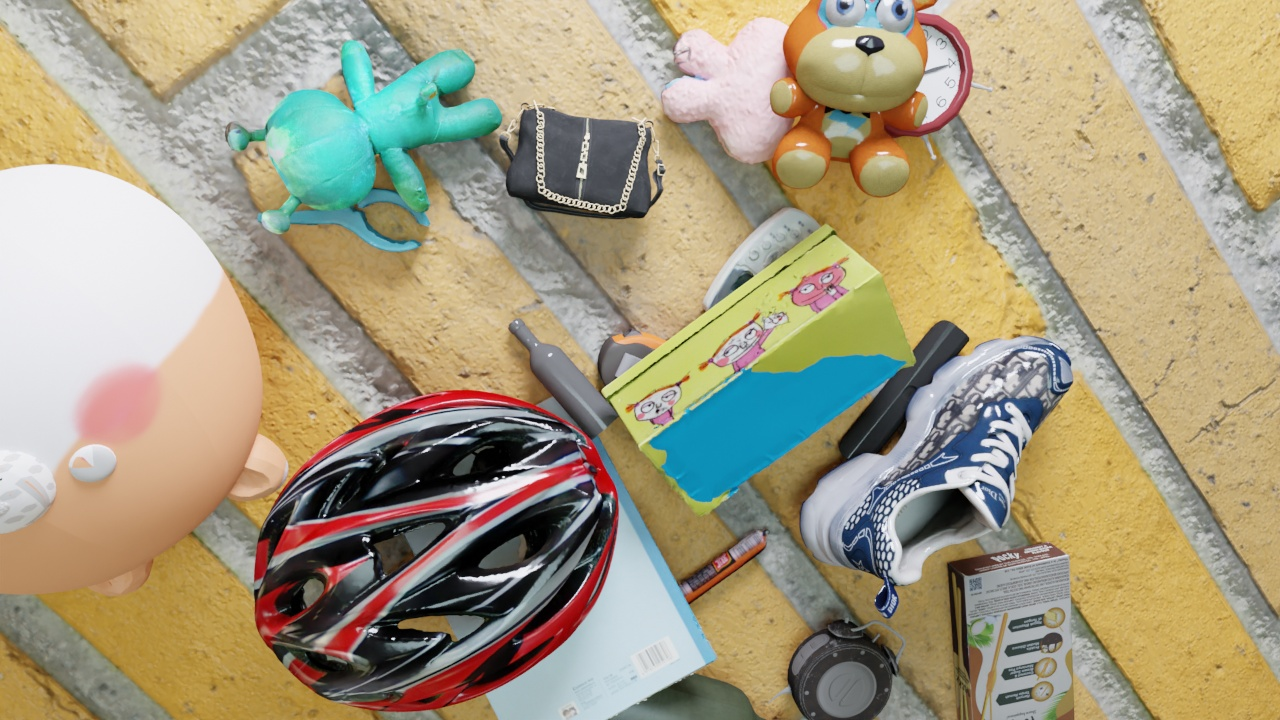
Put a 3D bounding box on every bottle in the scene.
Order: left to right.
[{"bbox_3d":[-0.065,0.012,0.733,0.030,0.030,0.113,-41,90,2],"label":"bottle"},{"bbox_3d":[0.043,0.310,0.800,0.206,0.071,0.071,20,99,-12],"label":"bottle"}]

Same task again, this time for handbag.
[{"bbox_3d":[-0.044,-0.152,0.701,0.128,0.054,0.079,8,90,-7],"label":"handbag"}]

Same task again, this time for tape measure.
[{"bbox_3d":[-0.004,0.004,0.742,0.059,0.038,0.058,25,98,-13],"label":"tape measure"}]

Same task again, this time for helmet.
[{"bbox_3d":[-0.147,0.132,0.652,0.271,0.167,0.217,-25,78,-8],"label":"helmet"}]

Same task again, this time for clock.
[{"bbox_3d":[0.182,0.281,0.828,0.091,0.043,0.123,36,95,-14],"label":"clock"},{"bbox_3d":[0.198,-0.228,0.715,0.137,0.048,0.096,38,95,-15],"label":"clock"}]

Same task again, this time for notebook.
[{"bbox_3d":[-0.075,0.173,0.747,0.181,0.009,0.253,-28,87,-1],"label":"notebook"}]

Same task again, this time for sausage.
[{"bbox_3d":[0.051,0.195,0.803,0.155,0.020,0.020,-36,105,1],"label":"sausage"}]

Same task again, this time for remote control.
[{"bbox_3d":[0.102,-0.071,0.746,0.060,0.028,0.114,39,95,-14],"label":"remote control"},{"bbox_3d":[0.227,0.030,0.793,0.033,0.015,0.147,36,95,-14],"label":"remote control"}]

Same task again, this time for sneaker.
[{"bbox_3d":[0.263,0.092,0.742,0.269,0.132,0.103,-40,114,-2],"label":"sneaker"}]

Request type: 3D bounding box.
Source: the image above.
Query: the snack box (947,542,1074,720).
[{"bbox_3d":[0.347,0.270,0.856,0.101,0.031,0.186,-10,104,-6],"label":"snack box"}]

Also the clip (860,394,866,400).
[{"bbox_3d":[0.168,0.017,0.784,0.045,0.014,0.051,-22,102,-3],"label":"clip"}]

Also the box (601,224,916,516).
[{"bbox_3d":[0.093,0.012,0.718,0.221,0.080,0.124,-36,133,4],"label":"box"}]

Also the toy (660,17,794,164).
[{"bbox_3d":[0.071,-0.210,0.701,0.105,0.053,0.108,13,101,0],"label":"toy"}]

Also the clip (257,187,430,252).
[{"bbox_3d":[-0.215,-0.127,0.691,0.120,0.027,0.103,24,100,-12],"label":"clip"}]

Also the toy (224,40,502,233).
[{"bbox_3d":[-0.191,-0.163,0.648,0.193,0.072,0.130,-30,99,-22],"label":"toy"}]

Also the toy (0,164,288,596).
[{"bbox_3d":[-0.373,0.022,0.580,0.263,0.265,0.281,-36,118,-2],"label":"toy"}]

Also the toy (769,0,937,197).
[{"bbox_3d":[0.150,-0.207,0.650,0.112,0.096,0.176,4,93,0],"label":"toy"}]
